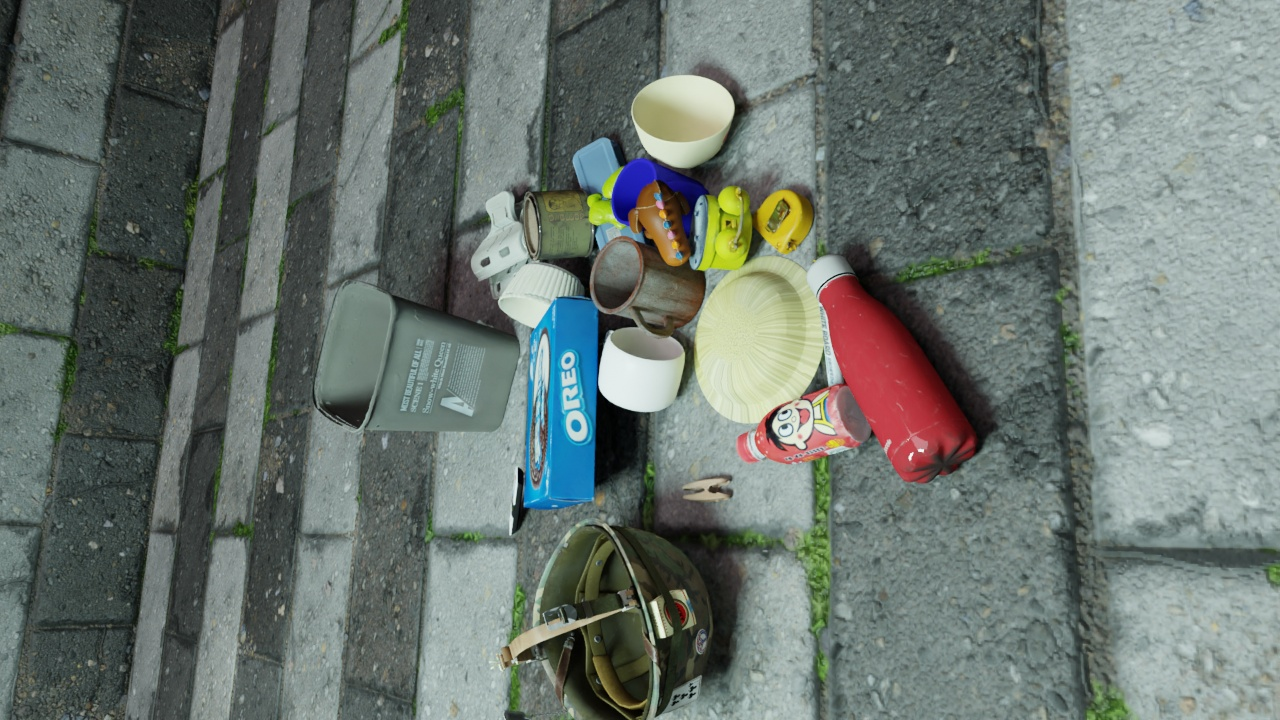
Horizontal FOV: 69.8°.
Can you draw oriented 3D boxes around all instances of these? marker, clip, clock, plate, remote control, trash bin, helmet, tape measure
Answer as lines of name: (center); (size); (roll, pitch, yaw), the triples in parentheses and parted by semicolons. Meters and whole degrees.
marker: (0.189, -0.034, 0.919); (0.017, 0.017, 0.146); (-22, 65, 43)
clip: (-0.199, -0.176, 1.348); (0.126, 0.089, 0.150); (-16, 79, 42)
clock: (0.088, -0.141, 0.996); (0.119, 0.057, 0.083); (138, 137, -75)
plate: (0.112, -0.027, 0.988); (0.185, 0.036, 0.184); (-15, 70, 46)
remote control: (-0.166, 0.189, 1.225); (0.124, 0.011, 0.028); (104, 165, -46)
trash bin: (-0.315, 0.008, 1.317); (0.198, 0.219, 0.197); (18, 94, 49)
helmet: (-0.035, 0.273, 0.925); (0.193, 0.236, 0.223); (-40, 43, 41)
clip: (0.074, 0.146, 1.002); (0.061, 0.025, 0.049); (-47, 53, 21)
tape measure: (0.154, -0.151, 0.977); (0.059, 0.030, 0.068); (-56, 46, 26)

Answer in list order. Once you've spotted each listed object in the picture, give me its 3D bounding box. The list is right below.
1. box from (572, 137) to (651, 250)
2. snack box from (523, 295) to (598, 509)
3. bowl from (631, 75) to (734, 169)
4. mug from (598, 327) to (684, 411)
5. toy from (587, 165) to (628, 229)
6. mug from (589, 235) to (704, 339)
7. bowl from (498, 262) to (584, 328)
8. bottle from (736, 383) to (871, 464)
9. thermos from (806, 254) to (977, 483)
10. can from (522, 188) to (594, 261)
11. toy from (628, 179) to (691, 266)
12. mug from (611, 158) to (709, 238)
box: (-0.030, -0.198, 1.204); (0.067, 0.052, 0.209); (-26, 62, 17)
snack box: (-0.100, 0.059, 1.129); (0.196, 0.056, 0.238); (143, 129, -70)
bowl: (0.050, -0.268, 1.080); (0.074, 0.118, 0.118); (85, 165, -55)
mug: (-0.006, 0.006, 1.061); (0.115, 0.094, 0.068); (34, 123, 39)
toy: (-0.020, -0.205, 1.151); (0.094, 0.036, 0.093); (9, 72, 11)
mug: (0.013, -0.075, 1.059); (0.097, 0.110, 0.122); (-40, 54, 41)
bowl: (-0.124, -0.085, 1.218); (0.116, 0.115, 0.062); (-2, 64, 48)
bottle: (0.154, 0.070, 0.900); (0.138, 0.062, 0.062); (-25, 63, 41)
thermos: (0.217, -0.003, 0.838); (0.073, 0.073, 0.239); (-46, 50, 31)
can: (-0.109, -0.177, 1.196); (0.090, 0.074, 0.090); (173, 90, -71)
toy: (0.028, -0.149, 0.989); (0.070, 0.103, 0.090); (-22, 83, -2)
mug: (0.033, -0.190, 1.080); (0.111, 0.083, 0.079); (0, 81, 48)
